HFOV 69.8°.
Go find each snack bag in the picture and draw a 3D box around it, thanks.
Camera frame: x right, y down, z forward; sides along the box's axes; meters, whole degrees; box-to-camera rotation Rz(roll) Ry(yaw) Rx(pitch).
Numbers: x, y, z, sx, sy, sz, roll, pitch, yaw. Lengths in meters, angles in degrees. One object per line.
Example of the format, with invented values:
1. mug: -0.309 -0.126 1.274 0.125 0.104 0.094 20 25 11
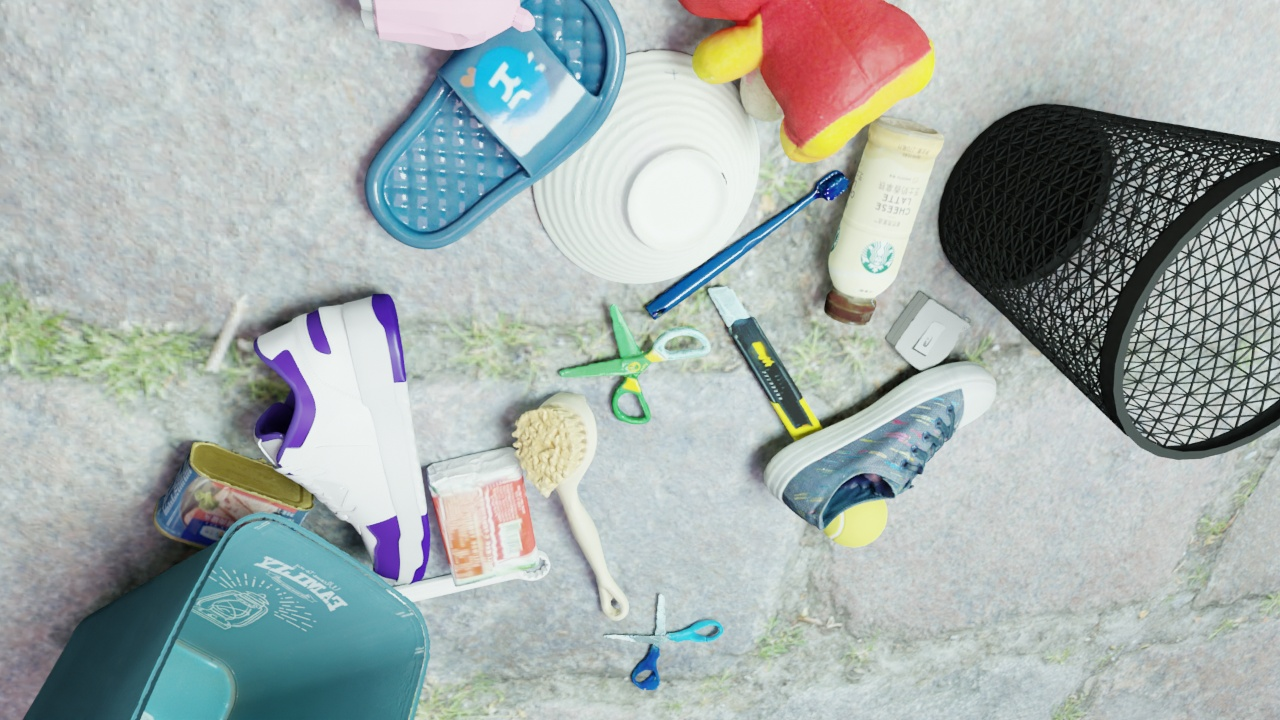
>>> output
1. snack bag: -0.131 0.132 0.772 0.077 0.036 0.116 -12 122 -11

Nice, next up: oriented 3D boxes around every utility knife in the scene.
1. utility knife: 0.110 0.007 0.795 0.029 0.020 0.203 -36 123 1

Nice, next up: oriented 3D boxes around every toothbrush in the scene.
1. toothbrush: 0.085 -0.091 0.730 0.190 0.017 0.016 -35 122 3

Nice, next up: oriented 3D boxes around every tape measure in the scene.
1. tape measure: 0.258 -0.024 0.825 0.060 0.020 0.062 25 108 -29

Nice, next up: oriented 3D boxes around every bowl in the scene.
1. bowl: 0.017 -0.124 0.656 0.177 0.071 0.177 -9 121 -15

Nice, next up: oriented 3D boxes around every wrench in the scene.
1. wrench: -0.214 0.206 0.803 0.273 0.009 0.047 -10 121 -13

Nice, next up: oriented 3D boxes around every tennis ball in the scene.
1. tennis ball: 0.202 0.145 0.876 0.065 0.065 0.065 -8 121 -14

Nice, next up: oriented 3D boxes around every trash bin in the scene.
1. trash bin: -0.309 0.250 0.658 0.219 0.198 0.196 -21 129 30
2. trash bin: 0.365 -0.084 0.693 0.216 0.243 0.217 -8 121 -14

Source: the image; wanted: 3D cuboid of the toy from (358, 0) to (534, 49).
1. toy: -0.093 -0.252 0.537 0.157 0.067 0.123 -13 97 -12

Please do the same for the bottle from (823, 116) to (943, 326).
1. bottle: 0.188 -0.108 0.732 0.056 0.056 0.162 3 117 -20

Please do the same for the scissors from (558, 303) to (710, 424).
1. scissors: -0.002 0.003 0.749 0.131 0.011 0.126 -17 128 0

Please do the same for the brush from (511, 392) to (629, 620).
1. brush: -0.049 0.140 0.795 0.077 0.062 0.273 -46 138 -36

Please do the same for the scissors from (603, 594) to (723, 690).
1. scissors: 0.021 0.288 0.927 0.127 0.014 0.134 11 116 -24

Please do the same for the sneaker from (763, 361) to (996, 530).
1. sneaker: 0.230 0.083 0.828 0.235 0.079 0.087 -25 137 -10

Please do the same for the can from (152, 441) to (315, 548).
1. can: -0.302 0.108 0.691 0.099 0.054 0.059 28 104 -30

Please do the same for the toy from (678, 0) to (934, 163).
1. toy: 0.092 -0.239 0.577 0.147 0.099 0.216 -38 103 0

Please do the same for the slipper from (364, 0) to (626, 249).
1. slipper: -0.094 -0.154 0.598 0.104 0.059 0.214 42 104 -17

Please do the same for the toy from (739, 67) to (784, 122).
1. toy: 0.109 -0.208 0.656 0.087 0.050 0.112 -44 118 8

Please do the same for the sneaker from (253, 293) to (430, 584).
1. sneaker: -0.221 0.073 0.679 0.111 0.091 0.244 -8 117 -14
